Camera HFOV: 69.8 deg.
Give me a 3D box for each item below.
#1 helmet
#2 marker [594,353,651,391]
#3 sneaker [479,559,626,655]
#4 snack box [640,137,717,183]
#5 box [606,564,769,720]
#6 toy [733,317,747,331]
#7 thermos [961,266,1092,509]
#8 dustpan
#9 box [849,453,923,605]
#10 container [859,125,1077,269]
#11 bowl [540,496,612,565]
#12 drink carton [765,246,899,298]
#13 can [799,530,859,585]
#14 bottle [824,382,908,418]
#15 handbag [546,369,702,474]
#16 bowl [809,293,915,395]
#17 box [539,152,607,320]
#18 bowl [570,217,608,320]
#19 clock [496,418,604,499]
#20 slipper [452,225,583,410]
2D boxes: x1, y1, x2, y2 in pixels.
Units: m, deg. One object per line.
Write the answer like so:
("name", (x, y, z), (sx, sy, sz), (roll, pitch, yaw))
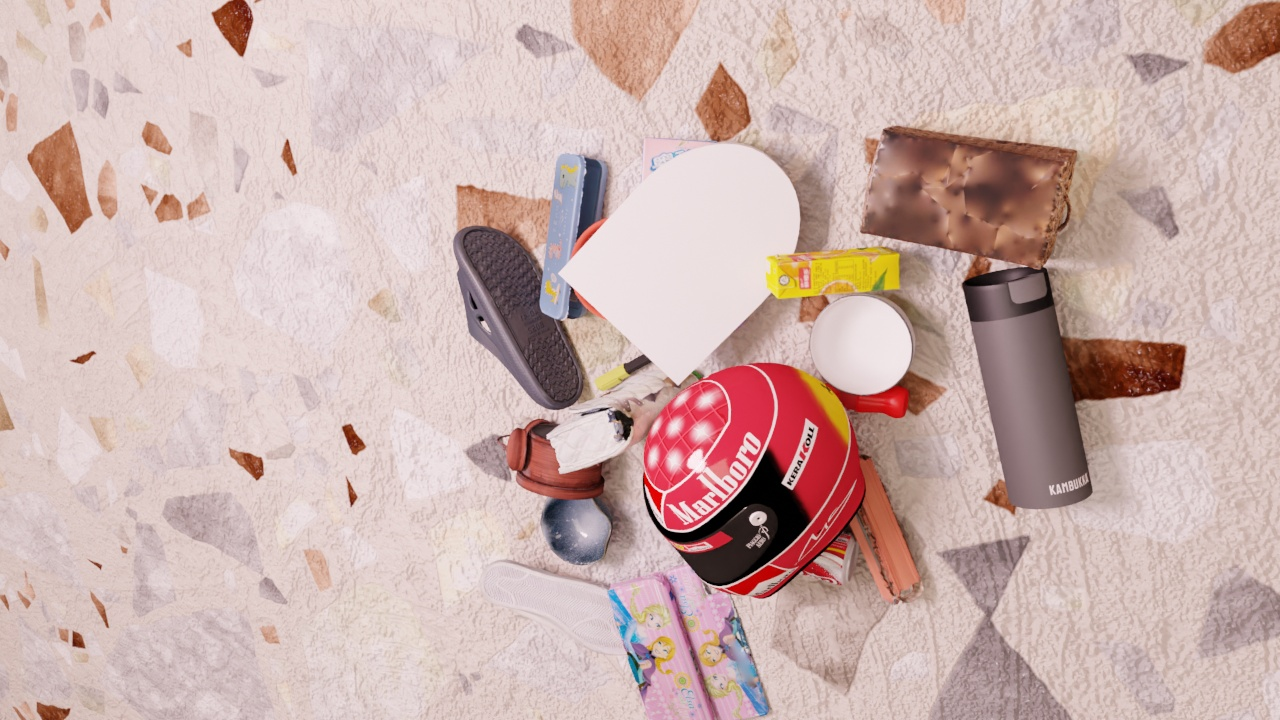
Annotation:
("helmet", (0.109, 0.126, 1.019), (0.271, 0.224, 0.197), (-51, 34, 16))
("marker", (-0.007, 0.007, 1.186), (0.124, 0.017, 0.021), (-29, 44, 28))
("sneaker", (-0.107, 0.341, 1.294), (0.242, 0.091, 0.089), (21, 82, 2))
("snack box", (0.042, -0.181, 1.077), (0.088, 0.033, 0.154), (4, 97, -2))
("box", (0.063, 0.389, 1.219), (0.159, 0.035, 0.230), (-18, 93, 14))
("toy", (0.081, -0.060, 1.116), (0.100, 0.036, 0.080), (-37, 85, 27))
("thermos", (0.401, 0.026, 0.952), (0.082, 0.082, 0.240), (-11, 97, 28))
("dustpan", (0.065, -0.131, 1.058), (0.191, 0.053, 0.258), (43, 106, -6))
("box", (0.269, 0.202, 1.083), (0.064, 0.056, 0.188), (-20, 92, 65))
("container", (0.327, -0.167, 0.924), (0.199, 0.112, 0.114), (14, 108, 22))
("bowl", (-0.078, 0.221, 1.254), (0.110, 0.055, 0.110), (7, 105, 26))
("drink carton", (0.207, -0.097, 0.998), (0.134, 0.058, 0.043), (-5, 106, -2))
("can", (0.206, 0.229, 1.109), (0.105, 0.064, 0.064), (11, 107, 24))
("bottle", (0.246, 0.041, 1.059), (0.119, 0.036, 0.036), (8, 106, 25))
("handbag", (-0.019, 0.064, 1.107), (0.139, 0.194, 0.072), (-24, 91, 31))
("bowl", (0.252, -0.022, 1.025), (0.114, 0.063, 0.113), (7, 105, 25))
("box", (-0.096, -0.156, 1.159), (0.068, 0.058, 0.210), (15, 103, 24))
("bowl", (-0.019, -0.114, 1.139), (0.130, 0.045, 0.130), (2, 99, 11))
("clock", (-0.116, 0.127, 1.215), (0.158, 0.120, 0.072), (12, 100, 15))
("slipper", (-0.170, -0.052, 1.215), (0.084, 0.110, 0.268), (-23, 97, 44))
